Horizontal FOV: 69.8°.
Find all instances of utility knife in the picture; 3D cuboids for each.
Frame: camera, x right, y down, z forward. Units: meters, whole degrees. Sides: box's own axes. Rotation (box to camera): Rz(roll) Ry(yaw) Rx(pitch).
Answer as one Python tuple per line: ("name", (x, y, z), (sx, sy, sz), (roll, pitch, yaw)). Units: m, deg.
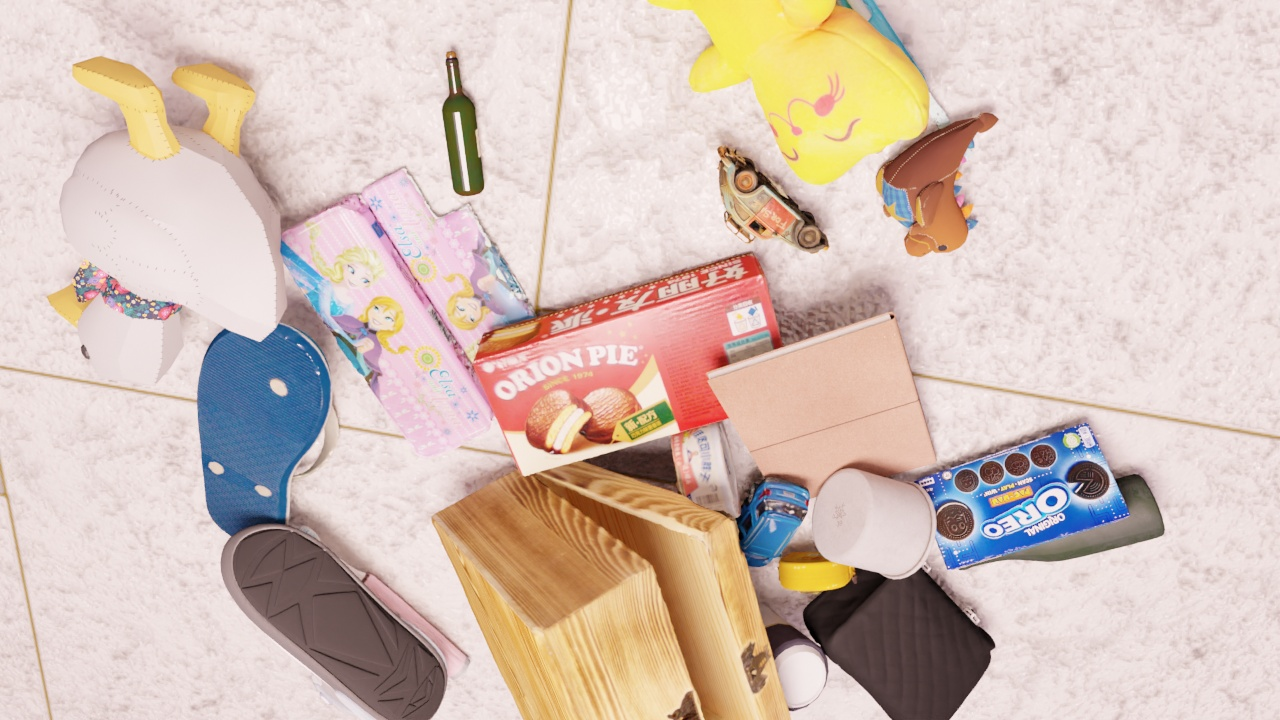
("utility knife", (0.186, -0.205, 0.654), (0.022, 0.015, 0.169), (-31, 110, 29))

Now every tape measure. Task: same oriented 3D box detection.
("tape measure", (0.155, 0.190, 0.818), (0.068, 0.058, 0.030), (-7, 88, 34))

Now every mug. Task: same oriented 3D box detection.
("mug", (0.189, 0.142, 0.789), (0.070, 0.084, 0.113), (17, 153, -23))

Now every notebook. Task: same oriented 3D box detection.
("notebook", (0.153, 0.049, 0.737), (0.141, 0.008, 0.209), (-19, 139, 14))

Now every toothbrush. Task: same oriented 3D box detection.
("toothbrush", (-0.255, 0.240, 0.910), (0.027, 0.026, 0.222), (-43, 107, -1))

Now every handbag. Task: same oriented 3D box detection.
("handbag", (0.236, 0.248, 0.852), (0.125, 0.115, 0.153), (-45, 103, -2))

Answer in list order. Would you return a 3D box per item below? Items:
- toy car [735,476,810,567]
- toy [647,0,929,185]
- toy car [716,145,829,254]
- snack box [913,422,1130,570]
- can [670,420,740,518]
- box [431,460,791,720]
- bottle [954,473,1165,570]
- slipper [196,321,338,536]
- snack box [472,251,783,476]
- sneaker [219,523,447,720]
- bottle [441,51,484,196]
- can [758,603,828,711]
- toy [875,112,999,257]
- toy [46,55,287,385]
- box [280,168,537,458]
("toy car", (0.107, 0.148, 0.808), (0.056, 0.043, 0.120), (16, 140, -7))
("toy", (0.100, -0.214, 0.620), (0.194, 0.087, 0.135), (45, 154, -12))
("toy car", (0.091, -0.112, 0.692), (0.112, 0.047, 0.047), (38, 113, -12))
("snack box", (0.317, 0.117, 0.772), (0.150, 0.027, 0.082), (-23, 71, 17))
("can", (0.055, 0.094, 0.777), (0.043, 0.086, 0.086), (-13, 115, 9))
("box", (-0.025, 0.239, 0.779), (0.175, 0.247, 0.279), (-30, 116, -24))
("bottle", (0.352, 0.150, 0.796), (0.174, 0.055, 0.055), (-21, 113, 16))
("slipper", (-0.331, 0.061, 0.814), (0.118, 0.060, 0.296), (26, 129, -2))
("snack box", (-0.004, 0.004, 0.740), (0.236, 0.060, 0.113), (-17, 115, 6))
("sneaker", (-0.314, 0.265, 0.889), (0.256, 0.092, 0.161), (48, 139, -15))
("bottle", (-0.136, -0.178, 0.692), (0.025, 0.025, 0.106), (0, 117, 5))
("can", (0.115, 0.265, 0.839), (0.064, 0.127, 0.064), (-2, 96, -19))
("toy", (0.228, -0.127, 0.674), (0.103, 0.070, 0.090), (-39, 125, 8))
("toy", (-0.356, -0.085, 0.692), (0.247, 0.140, 0.268), (27, 115, 23))
("box", (-0.176, -0.037, 0.763), (0.160, 0.035, 0.230), (-23, 113, 15))
